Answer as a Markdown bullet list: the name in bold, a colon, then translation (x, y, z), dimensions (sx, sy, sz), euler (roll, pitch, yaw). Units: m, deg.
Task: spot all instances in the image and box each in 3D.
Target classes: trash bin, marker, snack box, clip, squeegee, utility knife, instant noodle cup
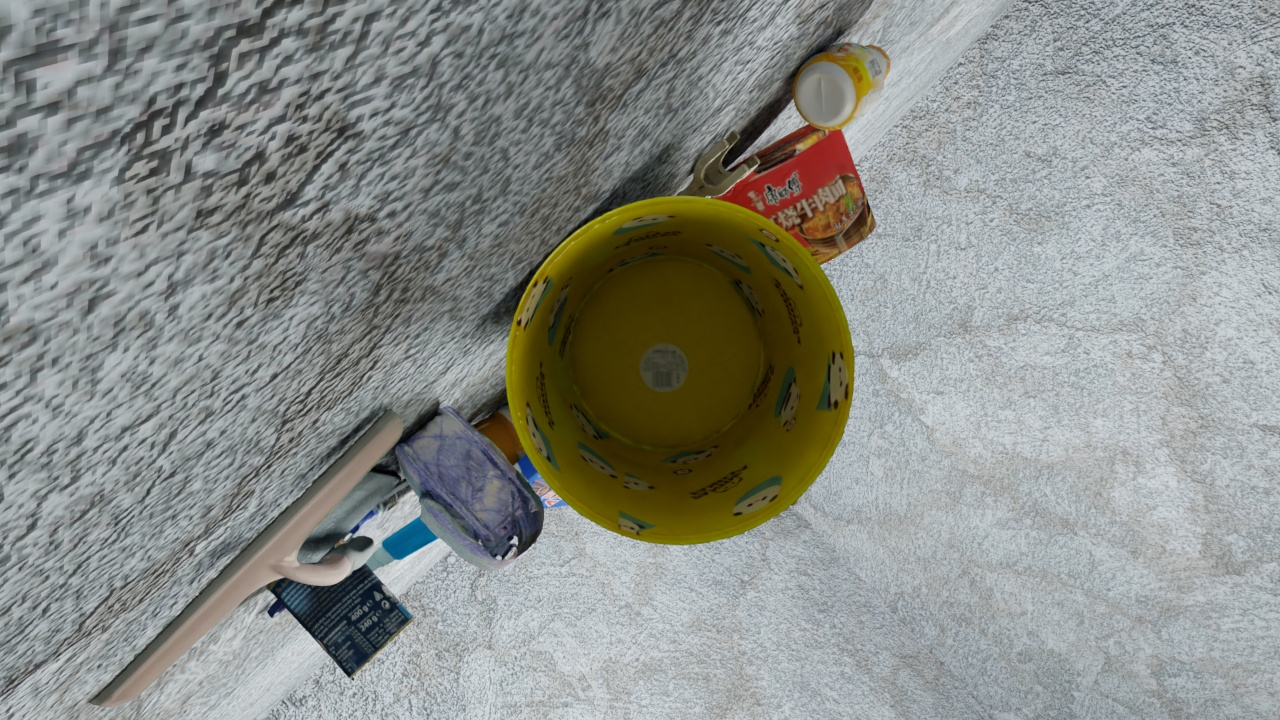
- **trash bin**: translation (0.024, 0.001, 0.723), dimensions (0.229, 0.229, 0.255), euler (-44, -177, 2)
- **marker**: translation (-0.239, 0.133, 0.888), dimensions (0.017, 0.017, 0.145), euler (-45, 177, 20)
- **snack box**: translation (-0.089, 0.125, 0.966), dimensions (0.085, 0.026, 0.157), euler (-40, 158, 22)
- **clip**: translation (0.055, -0.147, 0.755), dimensions (0.071, 0.034, 0.100), euler (-42, -175, -34)
- **squeegee**: translation (-0.233, 0.148, 0.681), dimensions (0.247, 0.040, 0.250), euler (-46, 175, -7)
- **utility knife**: translation (-0.232, 0.179, 0.915), dimensions (0.238, 0.034, 0.018), euler (-32, 176, 12)
- **instant noodle cup**: translation (0.143, -0.145, 0.840), dimensions (0.138, 0.108, 0.137), euler (-30, -168, 7)

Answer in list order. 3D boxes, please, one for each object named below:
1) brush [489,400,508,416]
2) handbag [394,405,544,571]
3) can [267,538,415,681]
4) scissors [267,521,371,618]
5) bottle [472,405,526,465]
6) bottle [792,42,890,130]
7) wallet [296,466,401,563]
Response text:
- **brush**: translation (-0.036, -0.023, 1.034), dimensions (0.313, 0.060, 0.110), euler (-30, 159, -31)
- **handbag**: translation (-0.148, 0.119, 0.785), dimensions (0.075, 0.134, 0.194), euler (-43, 176, -18)
- **can**: translation (-0.265, 0.219, 0.820), dimensions (0.075, 0.111, 0.075), euler (-43, 177, -3)
- **scissors**: translation (-0.309, 0.199, 0.928), dimensions (0.162, 0.012, 0.164), euler (-42, 176, -22)
- **bottle**: translation (-0.130, 0.081, 0.948), dimensions (0.189, 0.068, 0.068), euler (-27, 171, -22)
- **bottle**: translation (0.173, -0.234, 0.768), dimensions (0.108, 0.063, 0.063), euler (-40, 175, -44)
- **wallet**: translation (-0.238, 0.120, 0.723), dimensions (0.097, 0.019, 0.121), euler (-45, 176, -9)
